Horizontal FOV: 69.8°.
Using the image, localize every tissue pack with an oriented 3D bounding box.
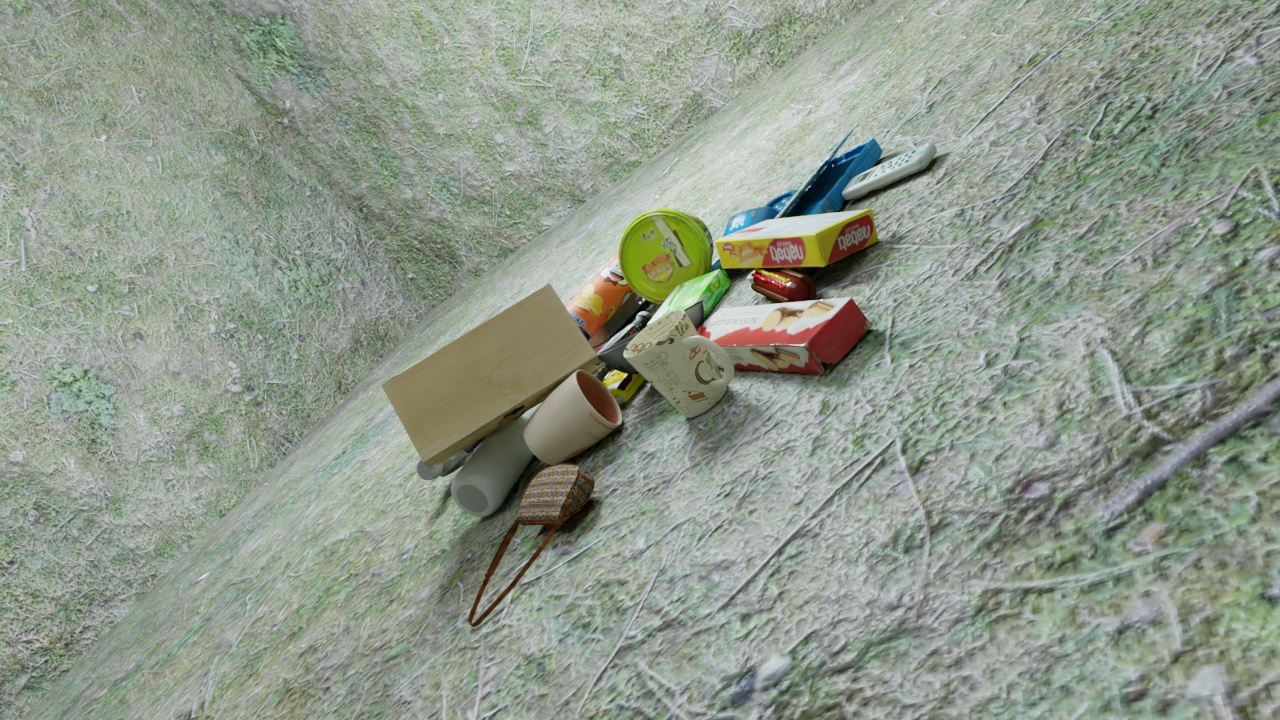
[{"bbox_3d":[0.068,-0.080,1.307,0.100,0.034,0.113,-20,26,46],"label":"tissue pack"}]

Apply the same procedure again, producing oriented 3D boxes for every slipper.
[{"bbox_3d":[0.175,-0.201,1.364,0.104,0.059,0.213,-16,26,49],"label":"slipper"}]

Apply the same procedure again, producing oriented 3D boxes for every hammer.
[{"bbox_3d":[-0.196,0.061,1.370,0.313,0.035,0.139,-43,-7,12],"label":"hammer"},{"bbox_3d":[-0.117,0.010,1.464,0.327,0.036,0.140,-20,22,49],"label":"hammer"}]

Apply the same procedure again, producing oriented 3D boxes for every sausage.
[{"bbox_3d":[0.168,-0.091,1.099,0.040,0.040,0.155,-38,15,0],"label":"sausage"}]

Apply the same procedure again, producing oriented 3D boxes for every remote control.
[{"bbox_3d":[0.328,-0.246,1.212,0.134,0.022,0.050,-19,25,50],"label":"remote control"}]

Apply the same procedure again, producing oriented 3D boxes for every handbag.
[{"bbox_3d":[-0.116,0.196,0.958,0.094,0.043,0.195,-13,38,50],"label":"handbag"}]

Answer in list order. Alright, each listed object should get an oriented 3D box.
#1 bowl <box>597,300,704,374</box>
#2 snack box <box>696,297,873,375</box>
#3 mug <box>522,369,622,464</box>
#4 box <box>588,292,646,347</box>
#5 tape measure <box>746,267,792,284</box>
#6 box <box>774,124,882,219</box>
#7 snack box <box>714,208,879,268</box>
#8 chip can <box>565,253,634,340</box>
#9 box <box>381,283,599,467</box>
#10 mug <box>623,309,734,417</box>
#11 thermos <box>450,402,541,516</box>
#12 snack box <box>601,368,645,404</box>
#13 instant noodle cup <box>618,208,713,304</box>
[{"bbox_3d":[0.024,-0.018,1.151,0.151,0.057,0.150,-28,3,1],"label":"bowl"},{"bbox_3d":[0.133,-0.027,0.985,0.076,0.044,0.273,-43,16,-16],"label":"snack box"},{"bbox_3d":[-0.082,0.075,1.139,0.104,0.085,0.111,-39,-13,17],"label":"mug"},{"bbox_3d":[-0.037,-0.104,1.575,0.157,0.063,0.216,8,47,49],"label":"box"},{"bbox_3d":[0.178,-0.123,1.211,0.064,0.017,0.065,-43,16,-16],"label":"tape measure"},{"bbox_3d":[0.248,-0.241,1.296,0.091,0.066,0.242,-20,24,52],"label":"box"},{"bbox_3d":[0.187,-0.147,1.124,0.092,0.042,0.201,-25,16,-26],"label":"snack box"},{"bbox_3d":[-0.055,-0.106,1.464,0.209,0.062,0.062,-49,19,-29],"label":"chip can"},{"bbox_3d":[-0.190,0.018,1.173,0.248,0.141,0.148,-32,4,-6],"label":"box"},{"bbox_3d":[0.055,0.004,0.975,0.122,0.097,0.080,-17,26,53],"label":"mug"},{"bbox_3d":[-0.183,0.123,1.243,0.101,0.068,0.229,-43,9,36],"label":"thermos"},{"bbox_3d":[-0.007,0.007,1.239,0.061,0.025,0.148,-20,24,47],"label":"snack box"},{"bbox_3d":[0.047,-0.166,1.412,0.146,0.146,0.097,-31,6,24],"label":"instant noodle cup"}]
